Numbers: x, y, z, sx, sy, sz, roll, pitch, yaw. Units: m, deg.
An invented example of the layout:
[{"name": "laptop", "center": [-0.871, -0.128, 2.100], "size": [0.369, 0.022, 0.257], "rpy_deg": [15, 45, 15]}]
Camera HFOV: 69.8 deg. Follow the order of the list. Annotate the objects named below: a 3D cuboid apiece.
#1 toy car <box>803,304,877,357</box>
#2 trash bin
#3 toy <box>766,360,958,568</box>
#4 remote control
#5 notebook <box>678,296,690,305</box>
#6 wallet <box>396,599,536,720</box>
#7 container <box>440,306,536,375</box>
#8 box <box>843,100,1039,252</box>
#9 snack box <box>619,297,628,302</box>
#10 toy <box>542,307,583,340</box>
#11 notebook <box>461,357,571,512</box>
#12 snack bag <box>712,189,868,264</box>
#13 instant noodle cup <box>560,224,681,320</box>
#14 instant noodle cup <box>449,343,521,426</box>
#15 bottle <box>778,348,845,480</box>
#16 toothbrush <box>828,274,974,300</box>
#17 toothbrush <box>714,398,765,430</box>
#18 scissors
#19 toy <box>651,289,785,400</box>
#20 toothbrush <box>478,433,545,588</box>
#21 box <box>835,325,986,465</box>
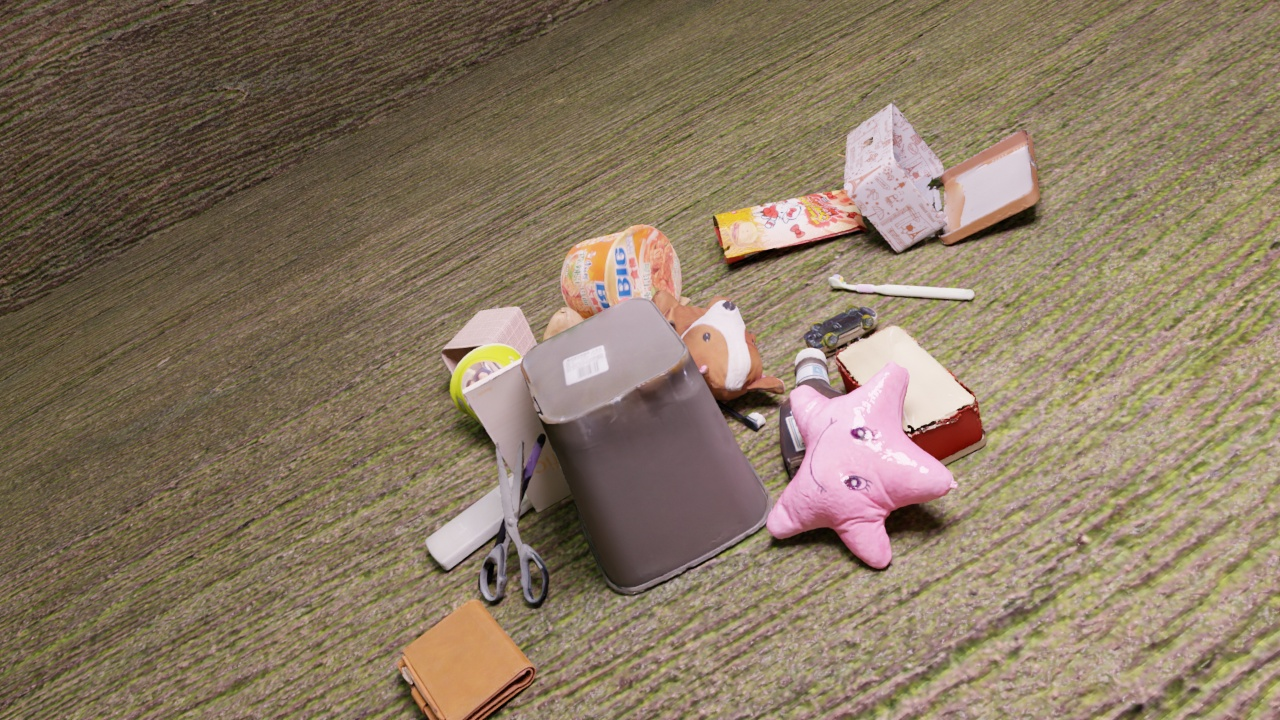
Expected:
[{"name": "toy car", "center": [0.244, -0.036, 1.109], "size": [0.090, 0.035, 0.042], "rpy_deg": [-28, 34, -6]}, {"name": "trash bin", "center": [-0.005, 0.079, 0.942], "size": [0.198, 0.220, 0.199], "rpy_deg": [-28, 34, -4]}, {"name": "toy", "center": [0.212, 0.092, 0.865], "size": [0.179, 0.074, 0.194], "rpy_deg": [7, 78, 35]}, {"name": "remote control", "center": [-0.182, 0.187, 1.084], "size": [0.149, 0.021, 0.058], "rpy_deg": [-35, 34, -16]}, {"name": "notebook", "center": [-0.046, -0.038, 1.325], "size": [0.150, 0.012, 0.211], "rpy_deg": [17, 51, 44]}, {"name": "wallet", "center": [-0.176, 0.303, 0.907], "size": [0.107, 0.031, 0.132], "rpy_deg": [-35, 33, -20]}, {"name": "container", "center": [-0.214, -0.016, 1.334], "size": [0.090, 0.090, 0.110], "rpy_deg": [-5, 35, 28]}, {"name": "box", "center": [0.390, -0.263, 1.214], "size": [0.206, 0.158, 0.180], "rpy_deg": [-26, 27, 35]}, {"name": "snack box", "center": [-0.007, 0.006, 1.103], "size": [0.025, 0.153, 0.075], "rpy_deg": [13, 49, 42]}, {"name": "toy", "center": [-0.076, 0.023, 1.131], "size": [0.082, 0.143, 0.226], "rpy_deg": [-16, 21, -7]}, {"name": "notebook", "center": [-0.091, 0.071, 1.019], "size": [0.145, 0.206, 0.010], "rpy_deg": [-28, 40, -7]}, {"name": "snack bag", "center": [0.216, -0.200, 1.346], "size": [0.208, 0.073, 0.128], "rpy_deg": [-14, 33, 3]}, {"name": "instant noodle cup", "center": [-0.032, -0.111, 1.285], "size": [0.112, 0.151, 0.151], "rpy_deg": [3, 42, 44]}, {"name": "instant noodle cup", "center": [-0.174, 0.054, 1.198], "size": [0.111, 0.112, 0.123], "rpy_deg": [-34, 42, -15]}, {"name": "bottle", "center": [0.192, 0.056, 1.007], "size": [0.080, 0.044, 0.194], "rpy_deg": [-11, 34, 14]}, {"name": "toothbrush", "center": [0.324, -0.091, 1.149], "size": [0.190, 0.029, 0.020], "rpy_deg": [11, 89, 40]}, {"name": "toothbrush", "center": [0.088, 0.046, 1.114], "size": [0.018, 0.016, 0.181], "rpy_deg": [-32, 34, -23]}, {"name": "scissors", "center": [-0.139, 0.179, 0.975], "size": [0.163, 0.014, 0.166], "rpy_deg": [47, 110, 21]}, {"name": "toy", "center": [0.087, -0.021, 1.107], "size": [0.140, 0.131, 0.199], "rpy_deg": [3, 28, -15]}, {"name": "toothbrush", "center": [-0.139, 0.164, 0.995], "size": [0.014, 0.189, 0.016], "rpy_deg": [23, 9, 1]}, {"name": "box", "center": [0.277, 0.030, 0.955], "size": [0.091, 0.077, 0.168], "rpy_deg": [-26, 33, -2]}]
